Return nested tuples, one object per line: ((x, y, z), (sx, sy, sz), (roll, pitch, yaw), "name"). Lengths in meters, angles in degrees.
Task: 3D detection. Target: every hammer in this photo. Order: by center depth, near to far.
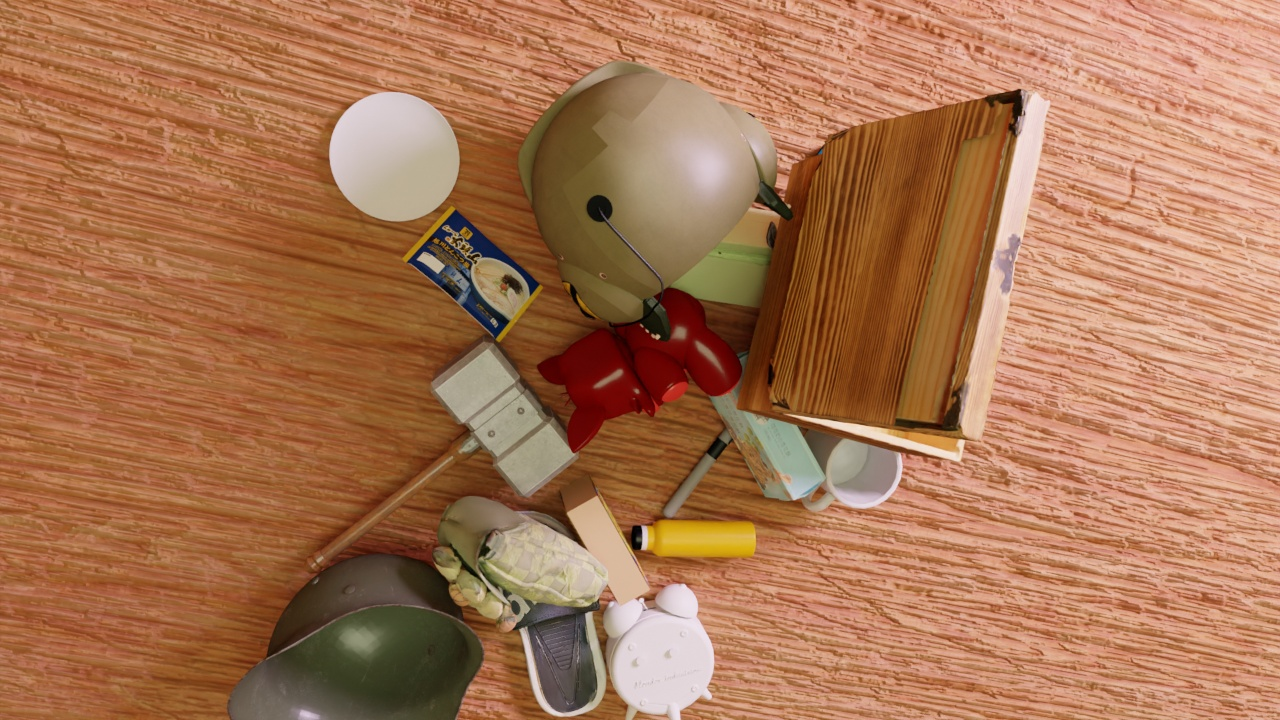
((-0.241, 0.132, 1.007), (0.317, 0.083, 0.163), (-38, 103, -1), "hammer")

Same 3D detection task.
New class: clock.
((0.024, 0.353, 1.090), (0.125, 0.073, 0.161), (-12, 101, -7), "clock")

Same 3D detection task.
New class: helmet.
((0.000, -0.168, 0.901), (0.250, 0.255, 0.233), (-45, 106, -2), "helmet")
((-0.286, 0.296, 0.977), (0.268, 0.153, 0.227), (-31, 126, 20), "helmet")

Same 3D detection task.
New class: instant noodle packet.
((-0.180, -0.094, 0.998), (0.134, 0.026, 0.086), (42, 61, -13), "instant noodle packet")

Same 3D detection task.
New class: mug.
((0.236, 0.129, 1.082), (0.091, 0.090, 0.121), (43, 90, -13), "mug")

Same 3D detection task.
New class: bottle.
((0.062, 0.211, 1.090), (0.143, 0.043, 0.043), (3, 98, -10), "bottle")

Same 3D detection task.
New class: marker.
((0.073, 0.129, 1.093), (0.016, 0.016, 0.140), (37, 91, -13), "marker")

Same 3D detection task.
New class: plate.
((-0.263, -0.217, 0.984), (0.134, 0.011, 0.134), (-1, 99, -9), "plate")

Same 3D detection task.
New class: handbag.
((-0.131, 0.223, 0.957), (0.186, 0.113, 0.116), (34, 79, -32), "handbag")

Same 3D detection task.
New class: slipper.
((-0.101, 0.301, 1.069), (0.111, 0.063, 0.264), (-13, 103, -8), "slipper")

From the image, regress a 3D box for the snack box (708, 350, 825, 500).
((0.137, 0.074, 1.049), (0.053, 0.075, 0.174), (-32, 95, -18), "snack box")

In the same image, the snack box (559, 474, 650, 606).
((-0.042, 0.203, 1.048), (0.040, 0.088, 0.126), (-29, 102, -4), "snack box")

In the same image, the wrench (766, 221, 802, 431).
((0.182, -0.040, 1.050), (0.070, 0.010, 0.274), (-12, 116, -3), "wrench")

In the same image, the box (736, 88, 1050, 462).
((0.262, -0.059, 0.852), (0.286, 0.337, 0.279), (15, 86, -20), "box")

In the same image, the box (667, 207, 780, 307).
((0.129, -0.123, 1.057), (0.187, 0.082, 0.098), (9, 141, -13), "box")

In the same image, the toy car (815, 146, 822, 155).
((0.247, -0.209, 1.061), (0.105, 0.032, 0.048), (35, 91, -14), "toy car")

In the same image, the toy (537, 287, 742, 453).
((-0.006, 0.006, 0.994), (0.197, 0.158, 0.120), (-31, 134, 2), "toy")
